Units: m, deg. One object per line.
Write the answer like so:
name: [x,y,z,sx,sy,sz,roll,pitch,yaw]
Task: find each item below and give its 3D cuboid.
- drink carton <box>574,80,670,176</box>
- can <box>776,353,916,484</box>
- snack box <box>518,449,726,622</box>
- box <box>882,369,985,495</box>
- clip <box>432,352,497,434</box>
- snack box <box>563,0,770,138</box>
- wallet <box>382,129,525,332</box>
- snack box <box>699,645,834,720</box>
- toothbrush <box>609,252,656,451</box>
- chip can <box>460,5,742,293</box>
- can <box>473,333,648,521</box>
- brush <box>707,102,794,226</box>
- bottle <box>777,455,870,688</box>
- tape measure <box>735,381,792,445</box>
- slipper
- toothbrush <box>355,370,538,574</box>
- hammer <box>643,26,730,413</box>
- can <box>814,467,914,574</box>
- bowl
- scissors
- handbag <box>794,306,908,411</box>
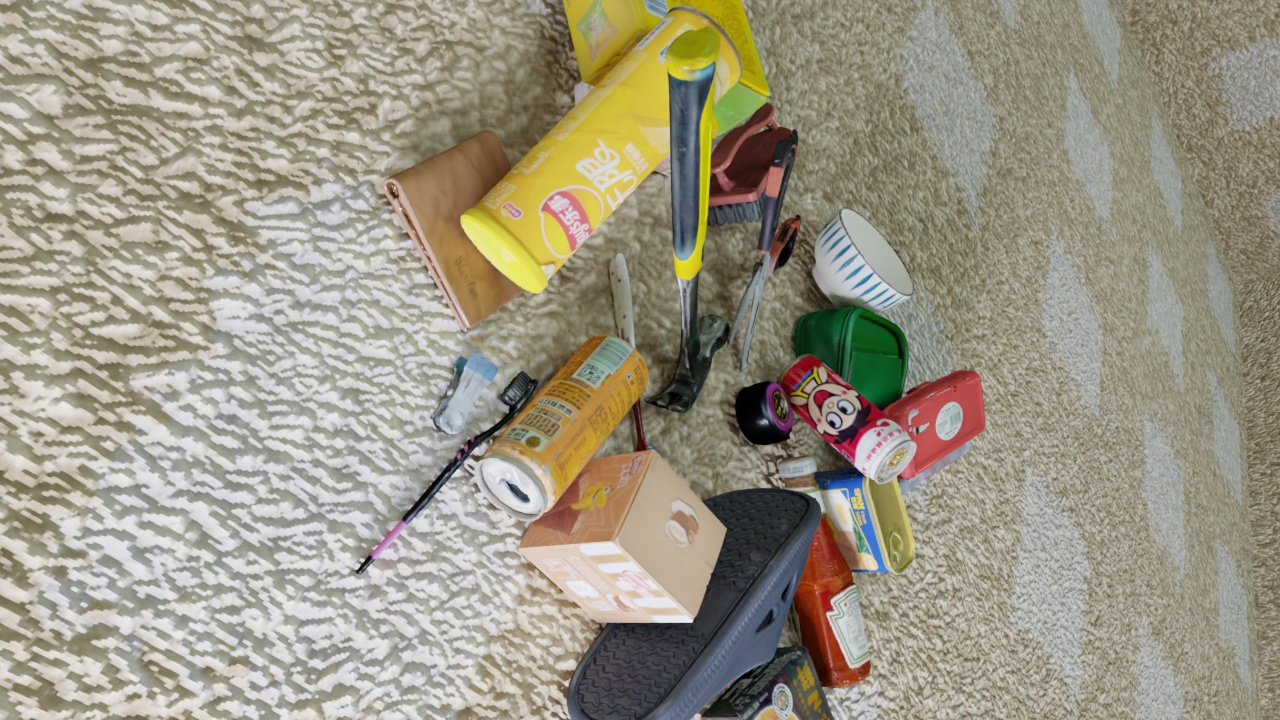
drink carton: [0.003,-0.198,0.775,0.122,0.046,0.053,10,72,-46]
can: [0.187,0.052,0.844,0.053,0.133,0.053,-26,140,-24]
snack box: [-0.011,0.124,0.638,0.093,0.095,0.076,49,48,-27]
box: [0.296,0.092,0.964,0.200,0.074,0.155,-17,130,-48]
clip: [-0.118,0.023,0.605,0.027,0.043,0.058,46,57,-34]
snack box: [0.011,-0.304,0.758,0.157,0.070,0.209,9,59,-44]
wallet: [-0.114,-0.092,0.640,0.101,0.020,0.115,-43,115,-43]
snack box: [0.114,0.322,0.763,0.113,0.053,0.125,-24,93,-48]
toothbrush: [-0.004,0.004,0.737,0.017,0.016,0.187,1,79,-56]
chip can: [-0.025,-0.144,0.621,0.213,0.072,0.072,-49,119,-12]
can: [-0.051,0.043,0.643,0.058,0.058,0.145,58,45,-19]
brush: [0.105,-0.191,0.873,0.145,0.063,0.069,-54,133,-42]
bottle: [0.162,0.190,0.839,0.059,0.060,0.206,-8,85,-48]
tape measure: [0.111,0.049,0.835,0.058,0.039,0.057,35,46,-44]
slipper: [0.048,0.196,0.692,0.267,0.111,0.083,-43,128,-39]
toothbrush: [-0.122,0.066,0.594,0.018,0.014,0.188,51,47,-13]
hammer: [0.036,-0.080,0.659,0.324,0.032,0.125,86,25,-51]
can: [0.203,0.152,0.876,0.057,0.083,0.102,-21,96,-48]
bowl: [0.225,-0.096,0.965,0.116,0.066,0.116,33,34,-26]
scissors: [0.117,-0.100,0.840,0.224,0.015,0.189,-56,153,-46]
handbag: [0.216,0.008,0.948,0.131,0.068,0.120,19,75,-45]
